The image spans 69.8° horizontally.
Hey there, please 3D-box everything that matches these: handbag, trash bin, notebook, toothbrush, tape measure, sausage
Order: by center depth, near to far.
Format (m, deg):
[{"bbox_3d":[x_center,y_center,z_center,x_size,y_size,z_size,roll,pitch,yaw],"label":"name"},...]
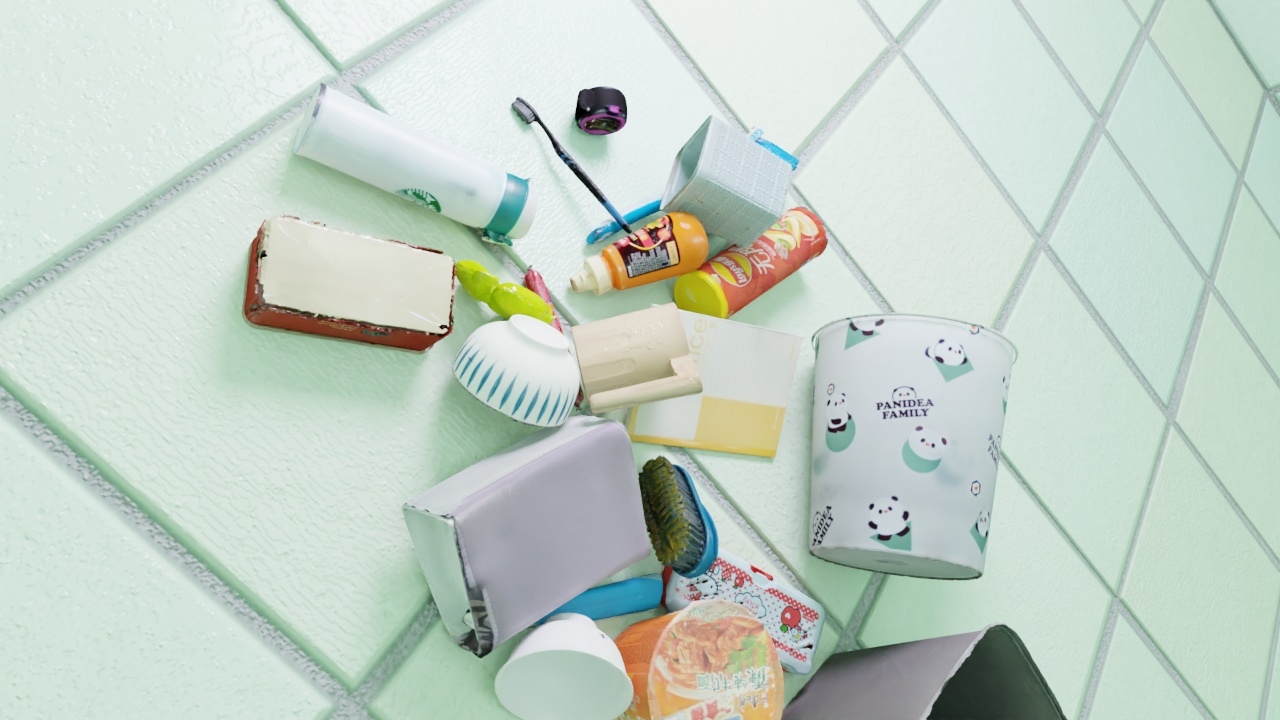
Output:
[{"bbox_3d":[-0.094,0.149,0.811,0.196,0.099,0.145,-26,107,-38],"label":"handbag"},{"bbox_3d":[0.276,0.390,0.914,0.198,0.220,0.198,-33,94,-38],"label":"trash bin"},{"bbox_3d":[-0.086,-0.023,0.921,0.020,0.020,0.156,-17,86,-37],"label":"sausage"},{"bbox_3d":[-0.073,-0.206,0.973,0.189,0.014,0.016,50,55,1],"label":"toothbrush"},{"bbox_3d":[0.083,0.026,0.993,0.206,0.010,0.146,10,94,-32],"label":"notebook"},{"bbox_3d":[-0.043,-0.271,1.005,0.058,0.057,0.039,-2,77,-11],"label":"tape measure"},{"bbox_3d":[0.294,0.103,1.024,0.229,0.230,0.251,19,70,-29],"label":"trash bin"}]

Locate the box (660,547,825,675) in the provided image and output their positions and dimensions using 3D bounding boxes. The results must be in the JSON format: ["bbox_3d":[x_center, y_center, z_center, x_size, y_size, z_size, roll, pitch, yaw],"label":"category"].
[{"bbox_3d":[0.110,0.256,0.949,0.201,0.048,0.086,32,60,-23],"label":"box"}]

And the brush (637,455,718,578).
[{"bbox_3d":[0.042,0.156,0.896,0.073,0.055,0.143,34,19,-30],"label":"brush"}]

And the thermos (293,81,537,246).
[{"bbox_3d":[-0.203,-0.176,0.860,0.224,0.073,0.073,21,64,-28],"label":"thermos"}]

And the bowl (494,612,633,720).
[{"bbox_3d":[-0.065,0.262,0.803,0.118,0.119,0.064,33,31,-22],"label":"bowl"}]

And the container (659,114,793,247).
[{"bbox_3d":[0.095,-0.189,0.997,0.111,0.090,0.090,25,62,-16],"label":"container"}]

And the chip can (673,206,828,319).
[{"bbox_3d":[0.132,-0.110,1.067,0.216,0.073,0.073,-35,96,-38],"label":"chip can"}]

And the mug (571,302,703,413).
[{"bbox_3d":[-0.005,0.005,0.873,0.103,0.124,0.084,-12,122,-4],"label":"mug"}]

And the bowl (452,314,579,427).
[{"bbox_3d":[-0.104,0.001,0.832,0.116,0.066,0.116,27,17,-9],"label":"bowl"}]

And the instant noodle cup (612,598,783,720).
[{"bbox_3d":[0.040,0.299,0.846,0.151,0.112,0.151,11,69,-32],"label":"instant noodle cup"}]

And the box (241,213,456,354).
[{"bbox_3d":[-0.245,-0.067,0.788,0.168,0.077,0.091,10,70,-33],"label":"box"}]

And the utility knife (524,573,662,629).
[{"bbox_3d":[-0.057,0.231,0.860,0.185,0.018,0.034,-3,84,-33],"label":"utility knife"}]

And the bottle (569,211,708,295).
[{"bbox_3d":[-0.004,-0.106,0.964,0.149,0.067,0.066,-23,89,-13],"label":"bottle"}]

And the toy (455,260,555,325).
[{"bbox_3d":[-0.128,-0.059,0.868,0.100,0.097,0.031,25,75,6],"label":"toy"}]

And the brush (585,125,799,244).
[{"bbox_3d":[0.068,-0.185,1.062,0.109,0.061,0.313,48,57,-6],"label":"brush"}]
